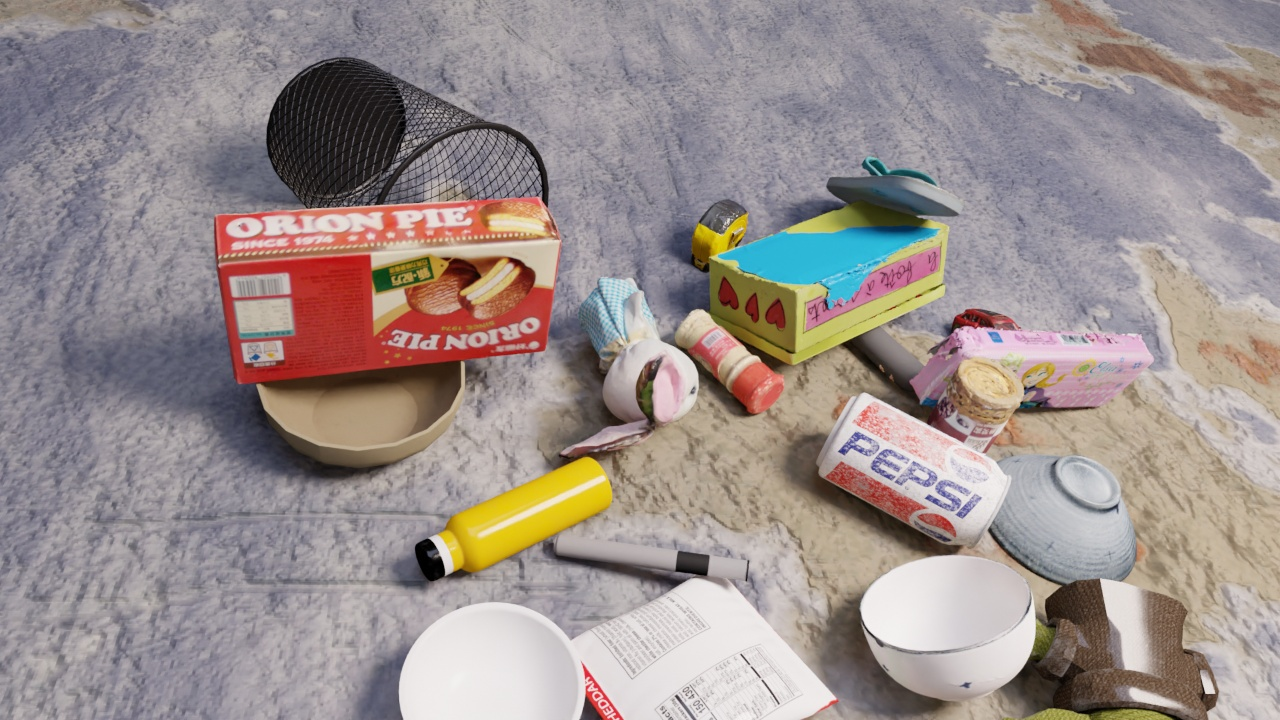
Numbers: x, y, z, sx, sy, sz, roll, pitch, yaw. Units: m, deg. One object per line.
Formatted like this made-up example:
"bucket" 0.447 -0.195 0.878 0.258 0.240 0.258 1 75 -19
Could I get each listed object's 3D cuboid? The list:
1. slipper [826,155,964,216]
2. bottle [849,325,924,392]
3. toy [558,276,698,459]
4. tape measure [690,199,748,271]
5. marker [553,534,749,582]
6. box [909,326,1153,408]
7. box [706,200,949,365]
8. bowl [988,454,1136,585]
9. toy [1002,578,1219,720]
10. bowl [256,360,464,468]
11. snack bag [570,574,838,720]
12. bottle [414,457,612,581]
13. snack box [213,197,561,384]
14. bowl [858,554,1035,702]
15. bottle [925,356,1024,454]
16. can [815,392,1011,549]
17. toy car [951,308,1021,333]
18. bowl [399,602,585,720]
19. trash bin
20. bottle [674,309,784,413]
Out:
"slipper" 0.258 -0.184 0.947 0.098 0.055 0.268 20 8 -4
"bottle" 0.247 0.006 0.867 0.030 0.030 0.113 -20 53 -31
"toy" -0.005 0.004 0.781 0.105 0.131 0.205 31 26 -28
"tape measure" 0.083 -0.130 0.942 0.037 0.064 0.065 34 48 22
"marker" 0.007 0.141 0.659 0.140 0.016 0.016 6 43 7
"box" 0.357 0.001 0.839 0.230 0.085 0.053 1 49 -24
"box" 0.181 -0.080 0.886 0.220 0.081 0.124 -26 35 -32
"bowl" 0.358 0.116 0.762 0.137 0.057 0.136 7 44 -7
"toy" 0.331 0.223 0.629 0.179 0.078 0.152 15 51 1
"bowl" -0.214 0.027 0.713 0.152 0.051 0.152 7 43 -7
"snack bag" 0.038 0.204 0.600 0.143 0.039 0.131 -18 47 -35
"bottle" -0.090 0.115 0.659 0.143 0.043 0.043 -21 53 -32
"snack box" -0.183 -0.054 0.683 0.236 0.113 0.060 -7 46 -20
"bowl" 0.212 0.189 0.628 0.113 0.063 0.113 -16 15 4
"bottle" 0.272 0.052 0.771 0.056 0.105 0.056 7 43 -7
"can" 0.217 0.089 0.739 0.136 0.078 0.078 29 45 15
"toy car" 0.350 -0.026 0.908 0.042 0.036 0.091 -4 23 -22
"bowl" -0.091 0.208 0.564 0.110 0.041 0.109 7 44 -7
"trash bin" -0.221 -0.168 0.830 0.183 0.184 0.210 -28 51 -35
"bottle" 0.078 0.000 0.823 0.044 0.044 0.109 -25 54 -34
